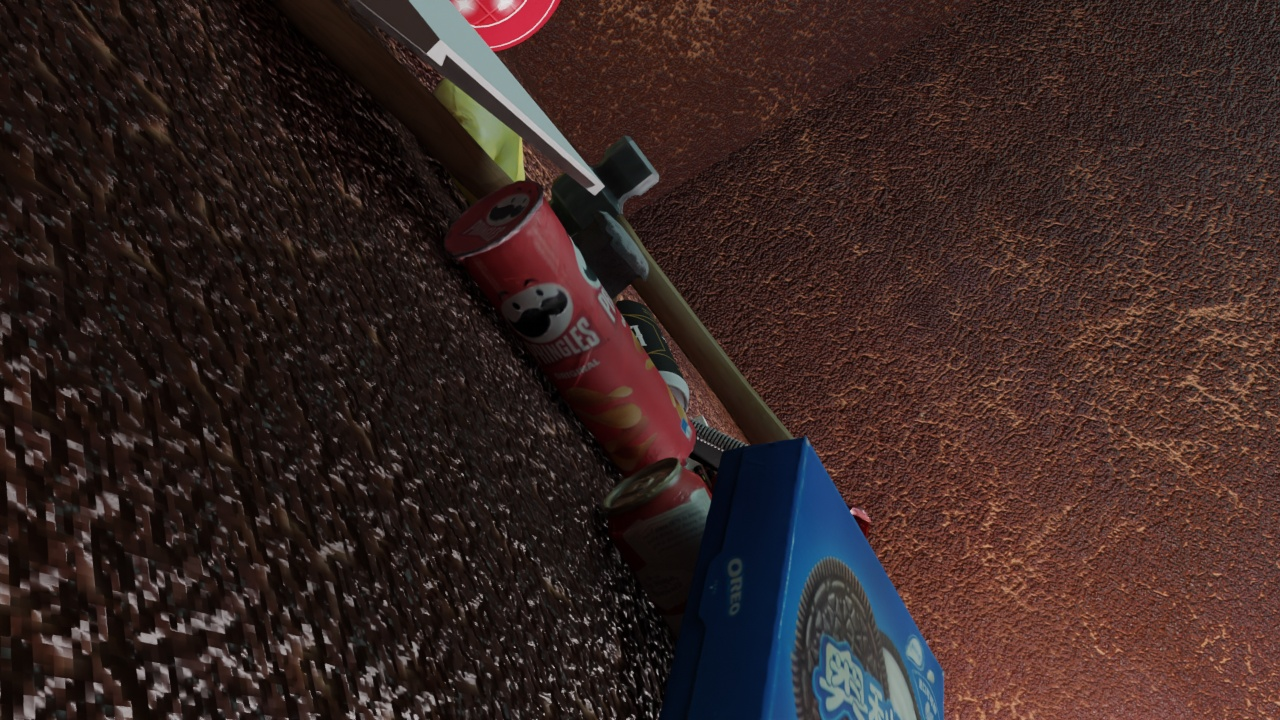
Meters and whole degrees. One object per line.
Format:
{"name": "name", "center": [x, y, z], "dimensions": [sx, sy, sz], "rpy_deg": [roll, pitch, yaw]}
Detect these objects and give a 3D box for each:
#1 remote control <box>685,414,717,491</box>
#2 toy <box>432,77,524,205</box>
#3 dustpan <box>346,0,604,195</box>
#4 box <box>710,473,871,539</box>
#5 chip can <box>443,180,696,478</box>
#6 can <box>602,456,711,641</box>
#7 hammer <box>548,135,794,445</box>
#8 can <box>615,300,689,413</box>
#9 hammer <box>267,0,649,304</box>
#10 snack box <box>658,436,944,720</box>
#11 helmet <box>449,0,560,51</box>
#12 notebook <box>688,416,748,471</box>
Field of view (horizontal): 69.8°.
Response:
{"name": "remote control", "center": [0.068, 0.114, 1.021], "dimensions": [0.024, 0.049, 0.143], "rpy_deg": [55, 7, -38]}
{"name": "toy", "center": [-0.127, -0.175, 0.755], "dimensions": [0.170, 0.064, 0.155], "rpy_deg": [-33, 111, -86]}
{"name": "dustpan", "center": [-0.149, -0.204, 0.541], "dimensions": [0.257, 0.053, 0.191], "rpy_deg": [52, 10, 20]}
{"name": "box", "center": [0.099, 0.180, 0.765], "dimensions": [0.147, 0.156, 0.157], "rpy_deg": [16, -9, 22]}
{"name": "chip can", "center": [-0.039, -0.010, 0.636], "dimensions": [0.233, 0.073, 0.073], "rpy_deg": [56, 7, -34]}
{"name": "can", "center": [0.043, 0.145, 0.568], "dimensions": [0.170, 0.067, 0.067], "rpy_deg": [59, 6, -8]}
{"name": "hammer", "center": [0.037, -0.027, 0.764], "dimensions": [0.323, 0.117, 0.051], "rpy_deg": [52, 8, -6]}
{"name": "can", "center": [-0.005, 0.005, 0.846], "dimensions": [0.072, 0.072, 0.128], "rpy_deg": [54, 8, -42]}
{"name": "hammer", "center": [-0.111, -0.129, 0.616], "dimensions": [0.328, 0.098, 0.052], "rpy_deg": [45, 12, -44]}
{"name": "snack box", "center": [0.101, 0.191, 0.492], "dimensions": [0.239, 0.056, 0.195], "rpy_deg": [55, 35, -30]}
{"name": "helmet", "center": [-0.185, -0.422, 0.874], "dimensions": [0.271, 0.198, 0.224], "rpy_deg": [43, 15, -41]}
{"name": "notebook", "center": [0.086, 0.097, 0.903], "dimensions": [0.207, 0.016, 0.149], "rpy_deg": [24, -13, 29]}
